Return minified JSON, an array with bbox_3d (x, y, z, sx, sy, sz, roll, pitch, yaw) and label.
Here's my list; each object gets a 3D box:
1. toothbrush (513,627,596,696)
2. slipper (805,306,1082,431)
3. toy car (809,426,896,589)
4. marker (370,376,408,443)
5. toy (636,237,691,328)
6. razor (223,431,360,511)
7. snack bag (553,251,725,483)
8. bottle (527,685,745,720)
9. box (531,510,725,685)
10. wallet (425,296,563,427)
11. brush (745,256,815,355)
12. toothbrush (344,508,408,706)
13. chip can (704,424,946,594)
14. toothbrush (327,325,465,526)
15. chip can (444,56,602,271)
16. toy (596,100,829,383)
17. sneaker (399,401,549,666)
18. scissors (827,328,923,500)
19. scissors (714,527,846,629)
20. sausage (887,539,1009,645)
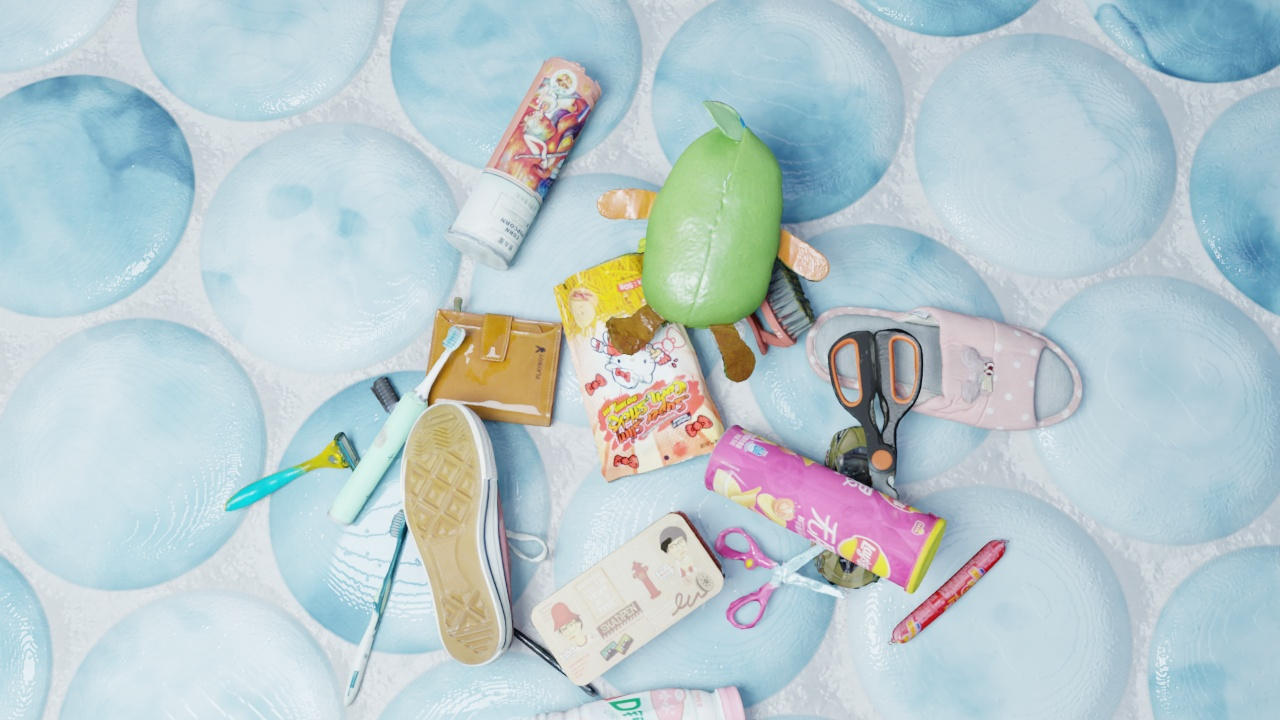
[{"bbox_3d":[-0.113,0.261,0.877,0.181,0.016,0.018,38,73,7],"label":"toothbrush"},{"bbox_3d":[0.300,0.002,0.905,0.274,0.054,0.114,12,80,4],"label":"slipper"},{"bbox_3d":[0.207,0.140,0.887,0.070,0.042,0.158,9,77,1],"label":"toy car"},{"bbox_3d":[-0.230,0.075,0.911,0.023,0.018,0.130,-33,80,15],"label":"marker"},{"bbox_3d":[0.037,-0.086,0.932,0.097,0.031,0.100,13,88,16],"label":"toy"},{"bbox_3d":[-0.343,0.114,0.898,0.132,0.028,0.043,-25,111,-7],"label":"razor"},{"bbox_3d":[-0.005,0.005,0.901,0.128,0.073,0.208,-18,86,5],"label":"snack bag"},{"bbox_3d":[-0.003,0.338,0.839,0.197,0.068,0.068,-11,79,-6],"label":"bottle"},{"bbox_3d":[-0.009,0.216,0.860,0.168,0.079,0.091,-35,82,0],"label":"box"},{"bbox_3d":[-0.147,0.001,0.919,0.130,0.035,0.119,6,86,1],"label":"wallet"},{"bbox_3d":[0.119,-0.079,0.921,0.069,0.063,0.145,-28,80,26],"label":"brush"},{"bbox_3d":[-0.255,0.235,0.882,0.018,0.016,0.191,13,79,13],"label":"toothbrush"},{"bbox_3d":[0.164,0.132,0.838,0.211,0.071,0.071,24,79,25],"label":"chip can"},{"bbox_3d":[-0.233,0.063,0.888,0.026,0.027,0.224,35,92,32],"label":"toothbrush"},{"bbox_3d":[-0.117,-0.201,0.935,0.071,0.071,0.214,26,80,5],"label":"chip can"},{"bbox_3d":[0.066,-0.109,0.857,0.227,0.090,0.246,17,87,-4],"label":"toy"},{"bbox_3d":[-0.158,0.158,0.860,0.118,0.087,0.241,-13,83,11],"label":"sneaker"},{"bbox_3d":[0.215,0.082,0.873,0.137,0.021,0.235,17,88,22],"label":"scissors"},{"bbox_3d":[0.128,0.209,0.870,0.133,0.017,0.125,17,86,23],"label":"scissors"},{"bbox_3d":[0.297,0.223,0.882,0.155,0.020,0.020,-40,82,-7],"label":"sausage"}]
